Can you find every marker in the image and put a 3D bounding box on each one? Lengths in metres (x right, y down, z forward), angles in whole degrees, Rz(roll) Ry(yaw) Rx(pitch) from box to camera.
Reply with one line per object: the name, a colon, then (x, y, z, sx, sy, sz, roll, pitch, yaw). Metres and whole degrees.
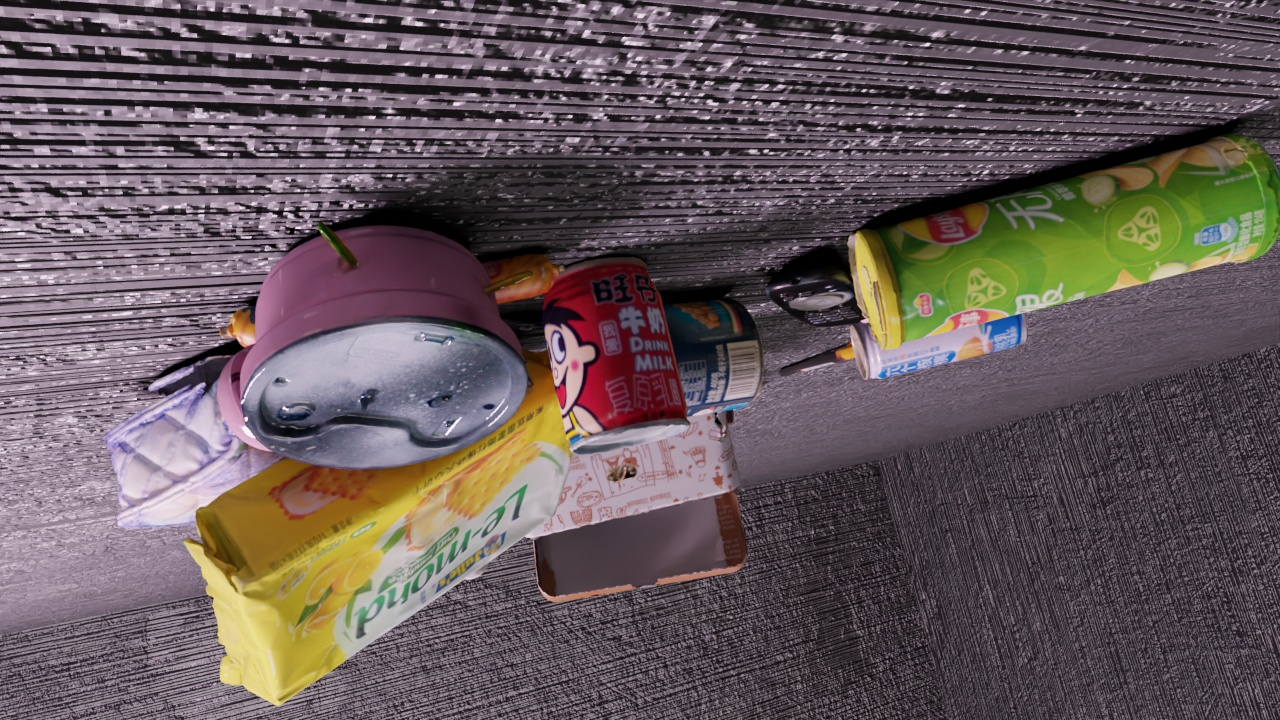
marker: (0.186, -0.003, 0.898, 0.018, 0.015, 0.124, 1, 164, -44)

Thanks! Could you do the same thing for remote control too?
remote control: (0.119, -0.045, 0.604, 0.053, 0.024, 0.136, -9, 168, 23)

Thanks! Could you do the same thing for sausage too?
sausage: (-0.117, -0.028, 0.439, 0.165, 0.021, 0.021, -12, 168, -7)

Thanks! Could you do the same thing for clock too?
clock: (-0.122, 0.005, 0.412, 0.117, 0.059, 0.159, 9, 140, -37)

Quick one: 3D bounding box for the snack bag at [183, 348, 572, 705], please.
snack bag: (-0.141, 0.087, 0.543, 0.245, 0.068, 0.158, -31, 153, -33)

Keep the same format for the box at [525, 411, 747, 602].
box: (-0.011, 0.110, 0.754, 0.182, 0.178, 0.152, -13, -167, 2)

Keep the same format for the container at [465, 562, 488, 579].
container: (-0.167, 0.102, 0.720, 0.090, 0.090, 0.114, 8, 149, 24)

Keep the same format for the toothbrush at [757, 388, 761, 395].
toothbrush: (0.097, 0.059, 1.076, 0.021, 0.029, 0.190, 28, 157, -8)

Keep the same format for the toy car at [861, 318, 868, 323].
toy car: (0.189, -0.047, 0.647, 0.056, 0.037, 0.122, -11, 169, -3)

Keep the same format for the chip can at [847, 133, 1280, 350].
chip can: (0.235, -0.066, 0.516, 0.221, 0.072, 0.072, -15, 168, 6)

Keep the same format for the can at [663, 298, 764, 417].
can: (0.015, 0.002, 0.587, 0.111, 0.075, 0.075, -7, 167, -26)

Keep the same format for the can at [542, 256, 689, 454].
can: (-0.015, -0.002, 0.494, 0.066, 0.093, 0.066, -12, 168, -3)

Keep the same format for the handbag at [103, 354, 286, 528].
handbag: (-0.214, 0.048, 0.568, 0.134, 0.075, 0.193, -24, 166, 20)

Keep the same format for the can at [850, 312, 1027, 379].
can: (0.250, -0.023, 0.775, 0.134, 0.053, 0.053, -14, 168, 5)

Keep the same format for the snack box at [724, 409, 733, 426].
snack box: (0.037, 0.056, 0.944, 0.125, 0.053, 0.113, -4, 166, -16)
